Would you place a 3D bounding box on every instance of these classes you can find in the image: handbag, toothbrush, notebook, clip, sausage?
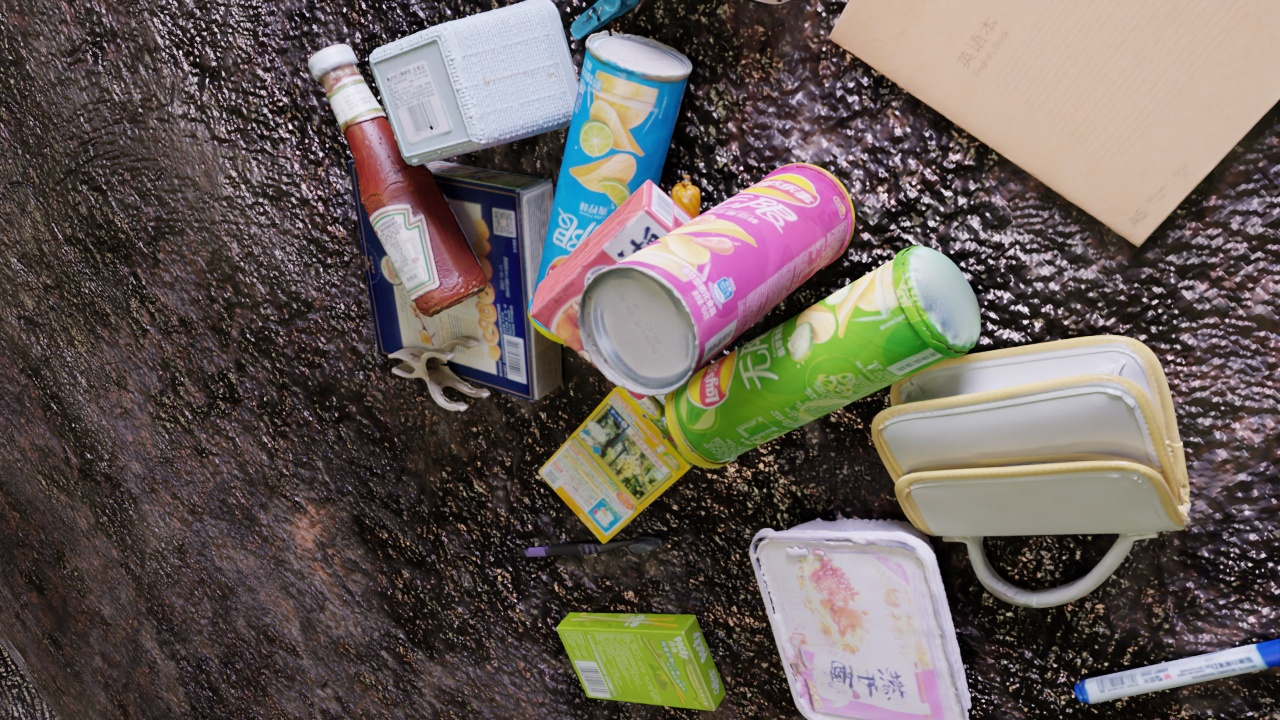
[{"bbox_3d":[0.243,0.083,0.565,0.164,0.063,0.179,-11,110,40],"label":"handbag"},{"bbox_3d":[-0.053,0.174,0.845,0.189,0.016,0.014,-14,105,40],"label":"toothbrush"},{"bbox_3d":[0.220,-0.176,0.473,0.211,0.012,0.150,39,131,12],"label":"notebook"},{"bbox_3d":[-0.026,-0.230,0.610,0.057,0.049,0.015,-16,106,48],"label":"clip"},{"bbox_3d":[0.028,-0.054,0.663,0.021,0.021,0.165,19,123,26],"label":"sausage"},{"bbox_3d":[-0.170,-0.003,0.762,0.102,0.034,0.094,34,134,24],"label":"clip"}]

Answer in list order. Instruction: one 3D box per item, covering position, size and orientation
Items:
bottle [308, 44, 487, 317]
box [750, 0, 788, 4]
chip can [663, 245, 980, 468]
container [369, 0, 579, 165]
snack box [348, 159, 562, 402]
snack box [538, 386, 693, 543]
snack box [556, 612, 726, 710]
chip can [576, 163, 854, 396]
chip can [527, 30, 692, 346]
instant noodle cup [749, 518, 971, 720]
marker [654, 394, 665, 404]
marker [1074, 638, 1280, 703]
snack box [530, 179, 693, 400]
[{"bbox_3d":[-0.184,-0.134,0.686,0.060,0.059,0.206,-21,99,40],"label":"bottle"},{"bbox_3d":[0.028,-0.255,0.535,0.164,0.059,0.072,24,109,23],"label":"box"},{"bbox_3d":[0.112,0.003,0.601,0.222,0.072,0.072,-31,94,41],"label":"chip can"},{"bbox_3d":[-0.113,-0.190,0.631,0.090,0.111,0.090,-3,111,36],"label":"container"},{"bbox_3d":[-0.152,-0.072,0.763,0.183,0.045,0.178,16,122,28],"label":"snack box"},{"bbox_3d":[-0.018,0.084,0.762,0.087,0.033,0.141,47,132,5],"label":"snack box"},{"bbox_3d":[-0.002,0.278,0.856,0.157,0.026,0.086,-12,106,39],"label":"snack box"},{"bbox_3d":[0.051,-0.054,0.522,0.071,0.209,0.071,16,121,28],"label":"chip can"},{"bbox_3d":[-0.025,-0.112,0.637,0.071,0.071,0.211,31,127,18],"label":"chip can"},{"bbox_3d":[0.167,0.187,0.669,0.138,0.060,0.173,-6,111,37],"label":"instant noodle cup"},{"bbox_3d":[-0.004,0.004,0.720,0.145,0.017,0.017,42,130,9],"label":"marker"},{"bbox_3d":[0.345,0.196,0.578,0.146,0.016,0.017,-35,91,41],"label":"marker"},{"bbox_3d":[0.011,-0.037,0.618,0.127,0.044,0.113,38,119,-22],"label":"snack box"}]
